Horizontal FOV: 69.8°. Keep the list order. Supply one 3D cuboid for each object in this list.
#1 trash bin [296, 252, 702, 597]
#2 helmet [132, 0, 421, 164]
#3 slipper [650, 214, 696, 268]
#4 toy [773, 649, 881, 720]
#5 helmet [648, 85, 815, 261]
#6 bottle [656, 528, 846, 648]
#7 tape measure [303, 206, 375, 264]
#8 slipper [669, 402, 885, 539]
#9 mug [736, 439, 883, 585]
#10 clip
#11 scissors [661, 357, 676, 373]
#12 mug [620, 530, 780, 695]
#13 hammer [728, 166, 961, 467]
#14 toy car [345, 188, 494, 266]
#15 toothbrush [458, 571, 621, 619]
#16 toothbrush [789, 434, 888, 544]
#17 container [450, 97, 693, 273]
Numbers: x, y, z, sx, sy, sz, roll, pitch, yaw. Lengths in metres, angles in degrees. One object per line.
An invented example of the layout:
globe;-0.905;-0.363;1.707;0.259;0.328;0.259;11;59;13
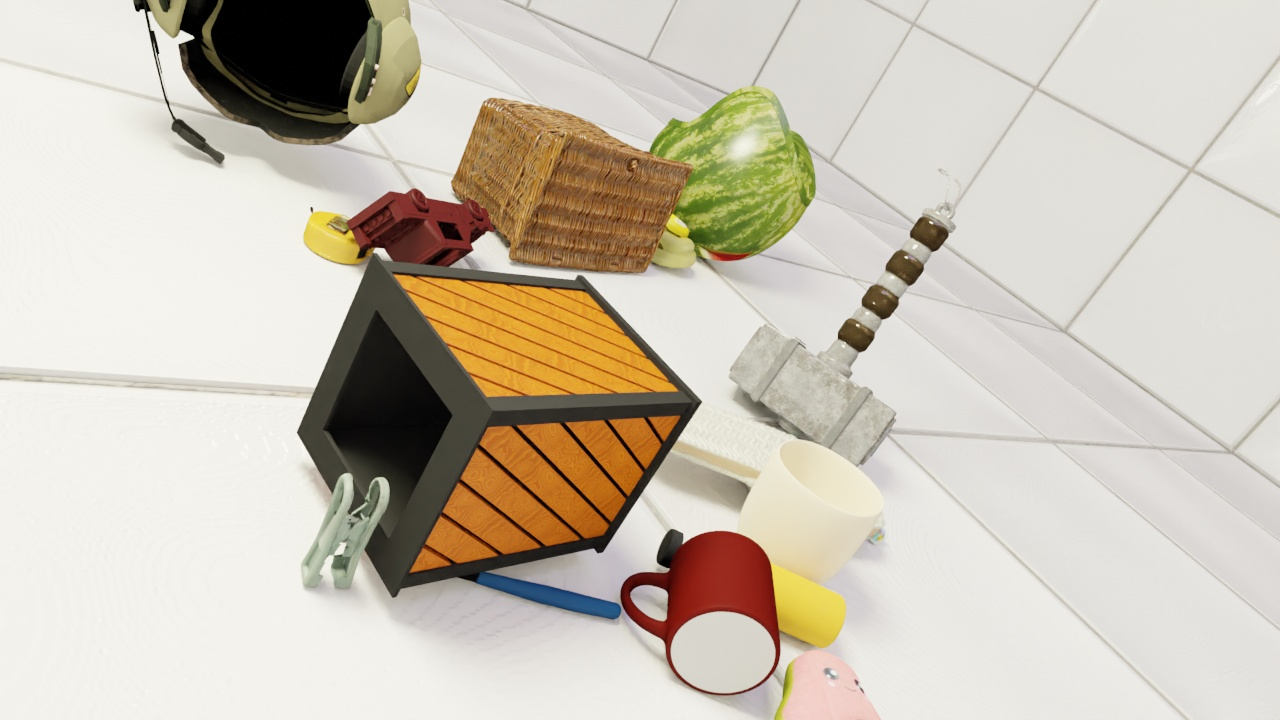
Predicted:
trash bin;-0.091;0.036;0.587;0.171;0.140;0.139;0;39;-48
helmet;-0.339;-0.316;0.891;0.250;0.256;0.232;23;27;-18
slipper;0.008;-0.203;1.320;0.190;0.082;0.091;34;21;17
toy;0.120;0.233;0.588;0.090;0.051;0.109;25;23;-15
helmet;0.131;-0.272;1.401;0.213;0.248;0.243;18;62;-66
bottle;0.081;0.168;0.688;0.143;0.043;0.043;26;23;-8
tape measure;-0.286;-0.118;0.864;0.068;0.030;0.058;25;22;-10
slipper;0.108;0.105;0.840;0.262;0.052;0.115;25;25;-20
mug;0.137;0.131;0.754;0.096;0.100;0.120;38;26;23
clip;-0.164;0.095;0.510;0.044;0.076;0.023;11;29;-35
scissors;0.013;0.030;0.911;0.125;0.011;0.130;24;35;-4
mug;0.038;0.167;0.617;0.106;0.073;0.082;5;24;2
hammer;0.255;-0.056;0.995;0.177;0.326;0.079;36;7;15
toy car;-0.204;-0.122;0.899;0.062;0.070;0.169;63;20;6
toothbrush;-0.086;0.143;0.582;0.167;0.014;0.014;20;22;-22
toothbrush;0.196;0.128;0.939;0.022;0.015;0.154;-23;48;-19
container;-0.097;-0.225;1.148;0.183;0.162;0.249;39;24;31
